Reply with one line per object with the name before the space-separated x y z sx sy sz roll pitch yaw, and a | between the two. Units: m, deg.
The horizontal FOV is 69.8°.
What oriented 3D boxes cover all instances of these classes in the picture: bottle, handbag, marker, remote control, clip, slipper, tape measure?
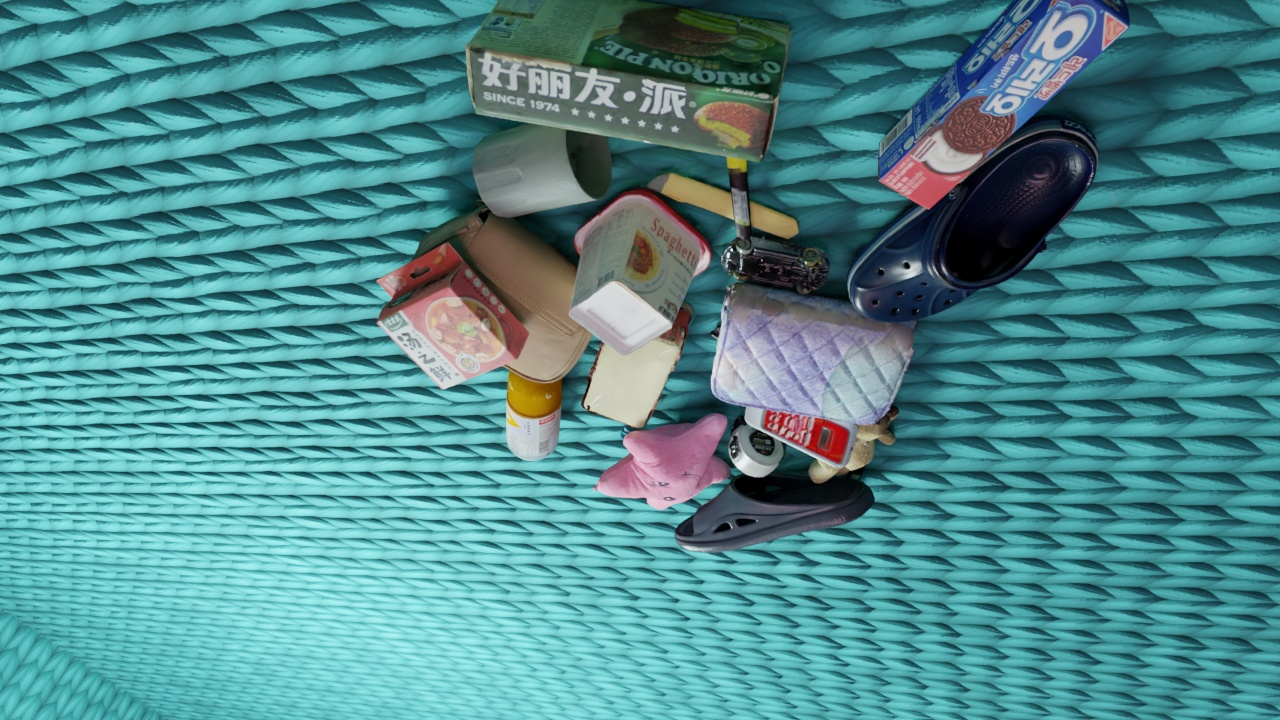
bottle | -0.130 0.048 1.121 0.068 0.067 0.190 13 139 3
handbag | -0.137 -0.075 0.969 0.204 0.099 0.148 37 127 -23
marker | 0.091 -0.164 0.844 0.018 0.015 0.124 -3 131 11
handbag | 0.172 -0.009 0.950 0.194 0.075 0.134 10 135 0
remote control | 0.177 0.071 1.028 0.136 0.020 0.056 26 119 33
clip | -0.006 0.107 1.182 0.013 0.038 0.055 -27 117 36
slipper | 0.289 -0.101 0.802 0.105 0.095 0.254 32 133 -14
tape measure | 0.139 0.105 1.098 0.065 0.065 0.034 23 140 -8
slipper | 0.158 0.174 1.160 0.269 0.110 0.083 -16 99 31
marker | 0.264 0.160 1.160 0.018 0.015 0.124 12 137 3

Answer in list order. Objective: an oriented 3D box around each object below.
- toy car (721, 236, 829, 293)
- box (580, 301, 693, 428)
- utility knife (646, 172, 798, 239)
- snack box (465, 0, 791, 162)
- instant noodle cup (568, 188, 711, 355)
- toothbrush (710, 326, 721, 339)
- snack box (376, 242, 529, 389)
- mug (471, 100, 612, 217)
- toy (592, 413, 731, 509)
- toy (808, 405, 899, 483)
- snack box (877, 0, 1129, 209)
toy car | 0.132 -0.097 0.900 0.105 0.031 0.049 11 143 8
box | -0.006 0.006 1.026 0.091 0.079 0.169 19 140 -3
utility knife | 0.080 -0.147 0.875 0.151 0.018 0.031 23 142 -5
snack box | -0.006 -0.234 0.732 0.240 0.114 0.063 11 138 5
instant noodle cup | -0.007 -0.082 0.893 0.116 0.124 0.117 38 135 -23
toothbrush | 0.168 -0.005 1.008 0.189 0.014 0.017 17 127 -2
snack box | -0.195 -0.041 0.918 0.113 0.044 0.127 -20 123 34
mug | -0.095 -0.198 0.839 0.104 0.083 0.124 -8 107 27
toy | 0.027 0.137 1.142 0.178 0.074 0.195 -15 146 -5
toy | 0.242 0.096 1.067 0.105 0.066 0.158 -10 149 -20
snack box | 0.271 -0.210 0.712 0.058 0.057 0.208 26 138 -15
